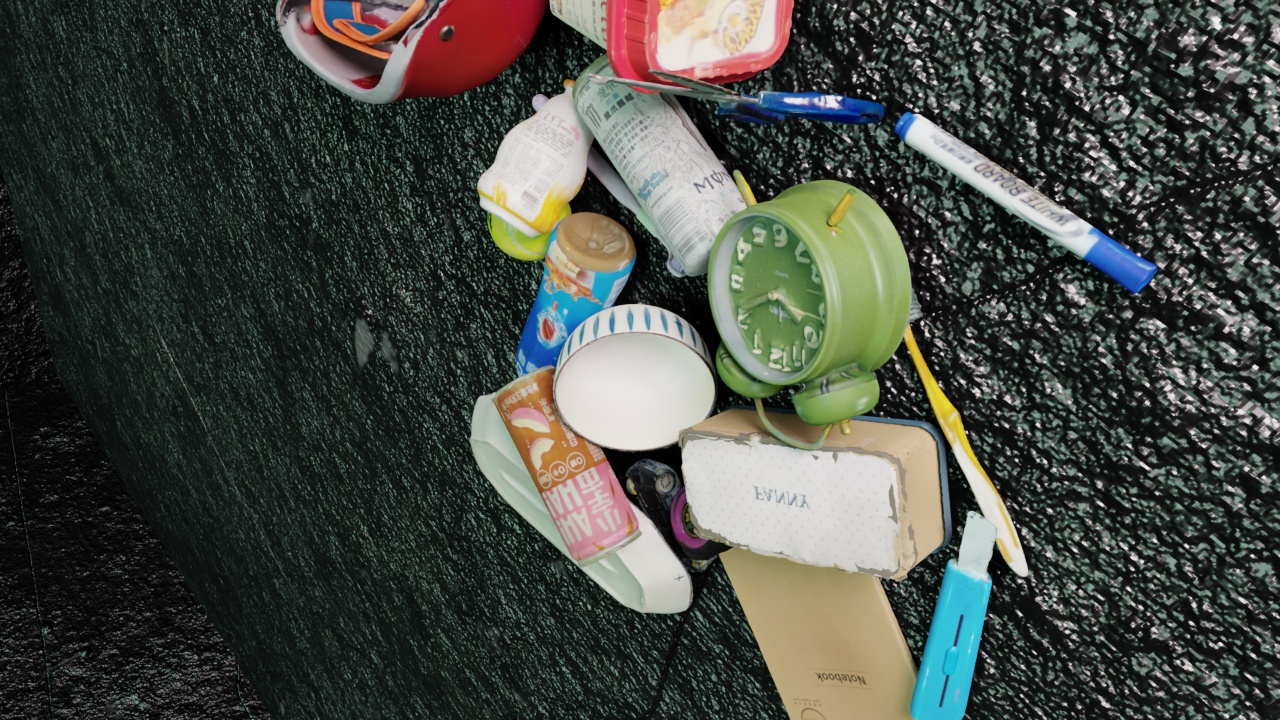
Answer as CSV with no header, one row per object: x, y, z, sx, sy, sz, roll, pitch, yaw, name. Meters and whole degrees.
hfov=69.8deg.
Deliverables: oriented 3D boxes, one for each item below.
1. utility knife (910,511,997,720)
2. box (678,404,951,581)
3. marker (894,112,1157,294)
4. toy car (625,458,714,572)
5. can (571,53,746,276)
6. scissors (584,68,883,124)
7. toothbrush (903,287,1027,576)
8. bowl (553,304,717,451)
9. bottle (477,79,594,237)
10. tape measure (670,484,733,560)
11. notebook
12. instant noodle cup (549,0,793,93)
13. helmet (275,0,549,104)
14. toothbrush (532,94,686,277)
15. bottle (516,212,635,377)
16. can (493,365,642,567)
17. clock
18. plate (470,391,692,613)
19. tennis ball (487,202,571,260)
0.196,0.164,0.570,0.034,0.018,0.188,10,125,18,utility knife
0.112,0.081,0.590,0.185,0.061,0.090,5,108,41,box
0.187,-0.082,0.457,0.146,0.016,0.017,43,138,25,marker
0.026,0.124,0.747,0.049,0.031,0.105,-10,110,52,toy car
0.016,-0.128,0.594,0.146,0.058,0.058,57,142,8,can
0.057,-0.135,0.477,0.161,0.163,0.012,6,100,8,scissors
0.185,0.038,0.531,0.018,0.016,0.191,-25,90,43,toothbrush
-0.004,0.004,0.669,0.066,0.116,0.117,-91,12,-48,bowl
-0.066,-0.143,0.647,0.063,0.063,0.108,35,94,32,bottle
0.053,0.120,0.700,0.057,0.039,0.057,-43,53,40,tape measure
0.138,0.208,0.686,0.148,0.008,0.207,-20,95,51,notebook
0.010,-0.222,0.514,0.124,0.116,0.116,39,137,45,instant noodle cup
-0.139,-0.293,0.616,0.207,0.143,0.240,20,111,41,helmet
-0.022,-0.133,0.667,0.189,0.029,0.021,49,177,20,toothbrush
-0.063,-0.020,0.742,0.065,0.065,0.219,47,140,20,bottle
-0.056,0.079,0.698,0.058,0.057,0.147,-34,82,52,can
0.091,-0.025,0.527,0.116,0.056,0.161,26,124,52,clock
-0.064,0.132,0.807,0.266,0.034,0.162,37,152,24,plate
-0.086,-0.111,0.715,0.065,0.065,0.066,26,129,38,tennis ball
